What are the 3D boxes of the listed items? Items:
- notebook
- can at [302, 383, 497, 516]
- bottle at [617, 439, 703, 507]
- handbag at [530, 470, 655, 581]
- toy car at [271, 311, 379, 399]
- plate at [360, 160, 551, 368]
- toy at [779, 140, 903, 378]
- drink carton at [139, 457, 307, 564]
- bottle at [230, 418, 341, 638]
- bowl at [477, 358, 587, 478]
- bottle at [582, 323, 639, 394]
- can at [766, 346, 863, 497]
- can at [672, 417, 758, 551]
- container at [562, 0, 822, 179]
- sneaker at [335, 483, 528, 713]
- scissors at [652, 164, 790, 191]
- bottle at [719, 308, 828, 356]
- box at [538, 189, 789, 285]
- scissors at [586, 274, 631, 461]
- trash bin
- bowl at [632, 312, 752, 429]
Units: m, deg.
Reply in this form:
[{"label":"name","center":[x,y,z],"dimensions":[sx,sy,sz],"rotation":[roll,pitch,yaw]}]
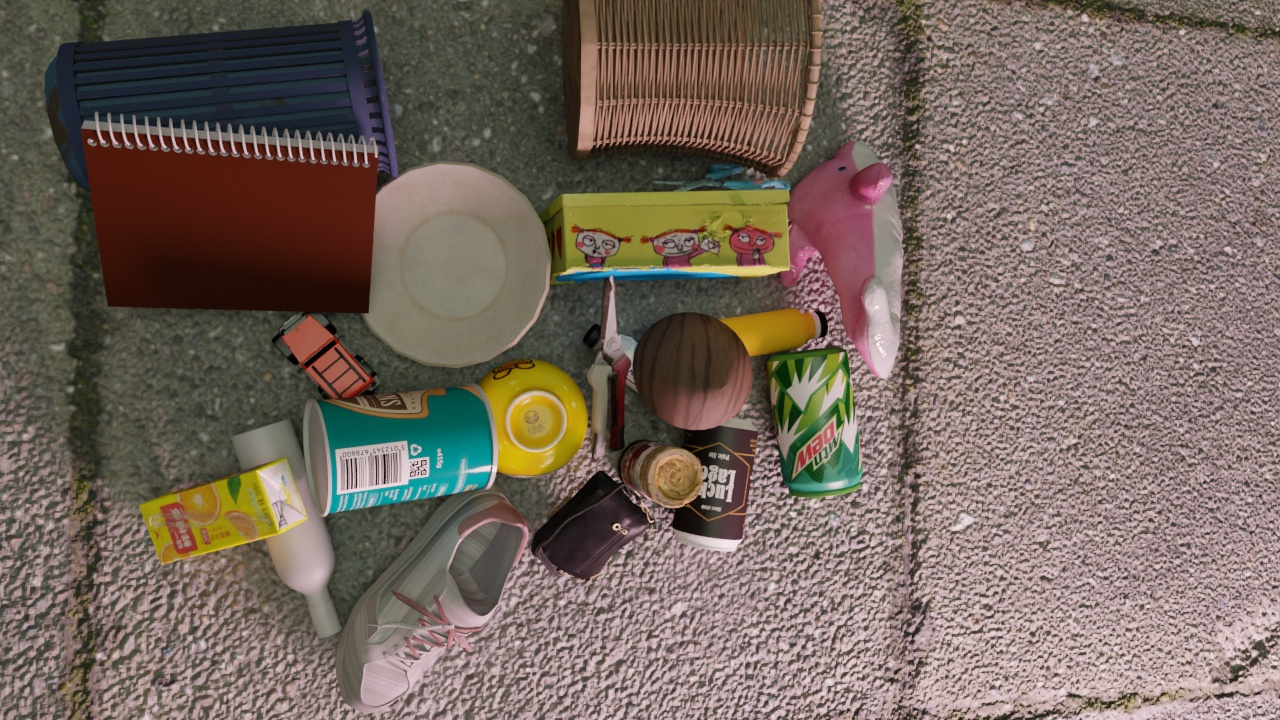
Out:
[{"label":"notebook","center":[-0.327,-0.113,0.752],"dimensions":[0.209,0.022,0.172],"rotation":[1,130,-20]},{"label":"can","center":[-0.211,0.076,0.806],"dimensions":[0.143,0.099,0.099],"rotation":[-5,91,-30]},{"label":"bottle","center":[0.017,0.107,0.883],"dimensions":[0.056,0.105,0.056],"rotation":[0,89,-16]},{"label":"handbag","center":[-0.046,0.165,0.877],"dimensions":[0.079,0.054,0.129],"rotation":[37,113,-18]},{"label":"toy car","center":[-0.283,0.000,0.830],"dimensions":[0.051,0.049,0.100],"rotation":[-42,100,-12]},{"label":"plate","center":[-0.177,-0.089,0.855],"dimensions":[0.189,0.027,0.189],"rotation":[0,94,2]},{"label":"toy","center":[0.201,-0.110,0.926],"dimensions":[0.128,0.187,0.265],"rotation":[-9,57,13]},{"label":"drink carton","center":[-0.356,0.129,0.779],"dimensions":[0.135,0.042,0.058],"rotation":[-16,95,20]},{"label":"bottle","center":[-0.308,0.152,0.820],"dimensions":[0.052,0.052,0.195],"rotation":[-18,94,-15]},{"label":"bowl","center":[-0.103,0.056,0.869],"dimensions":[0.117,0.068,0.117],"rotation":[0,89,-16]},{"label":"bottle","center":[-0.005,0.005,0.911],"dimensions":[0.116,0.041,0.041],"rotation":[36,80,-12]},{"label":"can","center":[0.179,0.062,0.939],"dimensions":[0.083,0.083,0.144],"rotation":[-9,92,-16]},{"label":"can","center":[0.074,0.120,0.916],"dimensions":[0.072,0.072,0.128],"rotation":[10,87,-15]},{"label":"container","center":[0.034,-0.281,0.840],"dimensions":[0.196,0.227,0.227],"rotation":[-3,90,-9]},{"label":"sneaker","center":[-0.182,0.222,0.826],"dimensions":[0.099,0.089,0.236],"rotation":[39,79,-29]},{"label":"scissors","center":[0.073,-0.182,0.910],"dimensions":[0.139,0.118,0.015],"rotation":[3,116,-12]},{"label":"bottle","center":[0.123,-0.027,0.945],"dimensions":[0.143,0.043,0.043],"rotation":[-9,92,-15]},{"label":"box","center":[0.020,-0.117,0.879],"dimensions":[0.220,0.124,0.079],"rotation":[-1,89,-14]},{"label":"scissors","center":[-0.025,0.010,0.868],"dimensions":[0.139,0.015,0.189],"rotation":[15,104,-48]},{"label":"trash bin","center":[-0.342,-0.210,0.771],"dimensions":[0.249,0.139,0.139],"rotation":[-10,92,-14]},{"label":"bowl","center":[0.054,0.005,0.878],"dimensions":[0.119,0.032,0.119],"rotation":[3,73,-9]}]
